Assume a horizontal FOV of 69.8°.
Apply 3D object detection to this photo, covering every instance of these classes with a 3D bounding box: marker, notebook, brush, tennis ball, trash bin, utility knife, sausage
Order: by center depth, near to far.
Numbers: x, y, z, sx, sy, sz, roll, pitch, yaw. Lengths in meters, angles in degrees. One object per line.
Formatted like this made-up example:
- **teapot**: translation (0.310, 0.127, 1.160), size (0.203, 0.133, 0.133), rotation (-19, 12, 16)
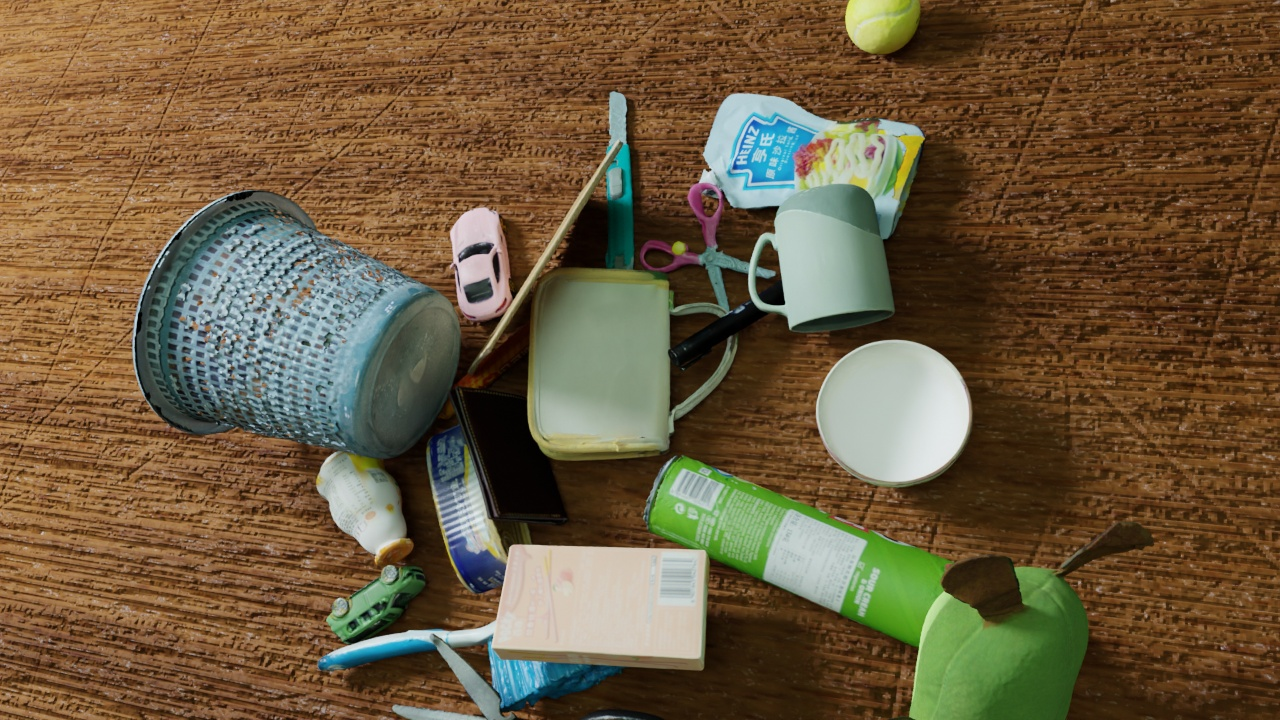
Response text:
- **brush**: translation (-0.124, 0.238, 0.753), size (0.315, 0.060, 0.109), rotation (-26, 61, 8)
- **marker**: translation (0.082, -0.033, 0.777), size (0.132, 0.020, 0.022), rotation (-32, 98, -15)
- **notebook**: translation (-0.086, -0.084, 0.795), size (0.008, 0.148, 0.207), rotation (33, 74, -9)
- **trash bin**: translation (-0.275, -0.013, 0.796), size (0.195, 0.226, 0.226), rotation (19, 78, 16)
- **tennis ball**: translation (0.218, -0.310, 0.824), size (0.065, 0.065, 0.065), rotation (-5, 70, 15)
- **sausage**: translation (-0.130, 0.000, 0.850), size (0.165, 0.021, 0.021), rotation (-41, 65, 1)
- **utility knife**: translation (-0.022, -0.169, 0.879), size (0.029, 0.013, 0.209), rotation (-7, 70, 14)

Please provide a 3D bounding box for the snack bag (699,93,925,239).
- **snack bag**: translation (0.146, -0.177, 0.818), size (0.191, 0.038, 0.110), rotation (18, 90, 22)

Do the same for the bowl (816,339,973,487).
- **bowl**: translation (0.196, 0.047, 0.712), size (0.113, 0.062, 0.113), rotation (-6, 69, 15)

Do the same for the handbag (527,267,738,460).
- **handbag**: translation (-0.005, 0.005, 0.796), size (0.179, 0.063, 0.163), rotation (0, 74, 1)

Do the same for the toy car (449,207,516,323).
- **toy car**: translation (-0.154, -0.094, 0.882), size (0.056, 0.037, 0.122), rotation (-16, 67, 10)

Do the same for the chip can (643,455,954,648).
- **chip can**: translation (0.122, 0.143, 0.697), size (0.236, 0.072, 0.072), rotation (20, 78, 22)

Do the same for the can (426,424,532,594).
- **can**: translation (-0.137, 0.122, 0.783), size (0.049, 0.074, 0.148), rotation (-24, 66, 11)

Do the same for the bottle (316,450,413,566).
- **bottle**: translation (-0.242, 0.130, 0.818), size (0.063, 0.063, 0.108), rotation (-39, 65, 1)

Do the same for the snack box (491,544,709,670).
- **snack box**: translation (-0.028, 0.185, 0.693), size (0.157, 0.026, 0.084), rotation (-1, 54, 11)

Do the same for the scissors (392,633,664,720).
- **scissors**: translation (-0.078, 0.303, 0.693), size (0.221, 0.021, 0.222), rotation (-9, 92, 10)

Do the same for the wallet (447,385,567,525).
- **wallet**: translation (-0.111, 0.081, 0.778), size (0.020, 0.096, 0.122), rotation (-35, 63, 25)

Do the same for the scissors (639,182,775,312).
- **scissors**: translation (0.062, -0.101, 0.822), size (0.133, 0.017, 0.128), rotation (18, 92, 26)

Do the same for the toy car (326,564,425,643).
- **toy car**: translation (-0.228, 0.211, 0.798), size (0.091, 0.043, 0.036), rotation (-38, 63, 3)

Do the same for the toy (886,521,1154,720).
- **toy**: translation (0.225, 0.206, 0.587), size (0.090, 0.226, 0.247), rotation (41, 129, 49)

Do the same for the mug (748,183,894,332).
- **mug**: translation (0.142, -0.081, 0.749), size (0.112, 0.082, 0.106), rotation (-9, 82, 11)
